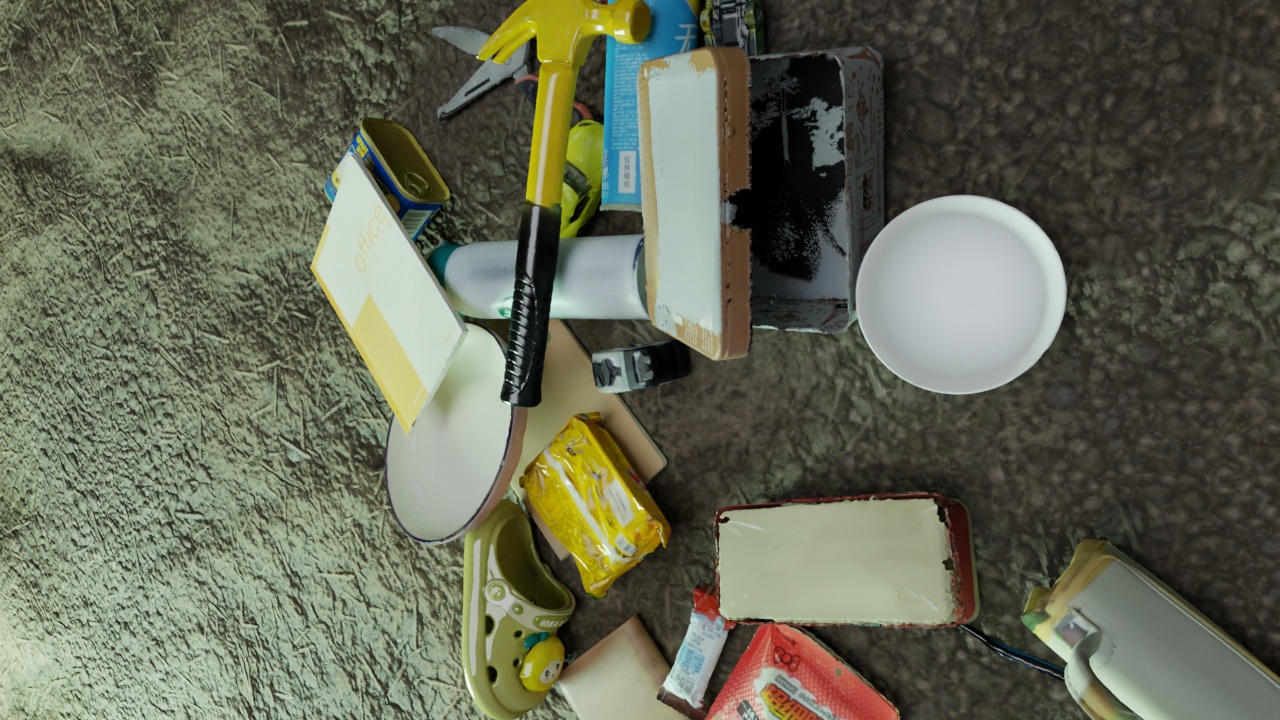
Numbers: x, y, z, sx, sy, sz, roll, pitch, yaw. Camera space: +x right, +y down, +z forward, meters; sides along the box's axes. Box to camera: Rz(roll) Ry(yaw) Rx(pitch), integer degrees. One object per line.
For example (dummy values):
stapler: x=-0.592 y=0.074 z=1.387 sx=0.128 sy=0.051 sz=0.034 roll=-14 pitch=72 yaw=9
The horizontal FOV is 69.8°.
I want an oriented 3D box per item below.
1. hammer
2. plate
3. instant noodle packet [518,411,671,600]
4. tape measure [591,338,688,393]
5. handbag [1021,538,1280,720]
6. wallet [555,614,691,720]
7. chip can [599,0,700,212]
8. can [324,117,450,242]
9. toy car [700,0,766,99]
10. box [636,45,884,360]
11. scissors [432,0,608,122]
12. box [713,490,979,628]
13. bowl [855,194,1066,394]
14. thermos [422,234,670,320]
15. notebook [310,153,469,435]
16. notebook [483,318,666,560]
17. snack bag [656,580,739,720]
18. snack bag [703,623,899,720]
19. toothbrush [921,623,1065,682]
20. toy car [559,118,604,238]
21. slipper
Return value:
hammer: x=-0.072 y=-0.113 z=0.670 sx=0.129 sy=0.032 sz=0.301 roll=15 pitch=104 yaw=29
plate: x=-0.154 y=0.063 z=0.791 sx=0.193 sy=0.039 sz=0.192 roll=-18 pitch=64 yaw=42
instant noodle packet: x=-0.036 y=0.117 z=0.744 sx=0.111 sy=0.044 sz=0.128 roll=-48 pitch=67 yaw=34
tape measure: x=-0.004 y=0.004 z=0.708 sx=0.066 sy=0.065 sz=0.033 roll=-8 pitch=93 yaw=31
handbag: x=0.284 y=0.174 z=0.482 sx=0.163 sy=0.178 sz=0.063 roll=42 pitch=110 yaw=23
wallet: x=-0.013 y=0.284 z=0.777 sx=0.116 sy=0.020 sz=0.101 roll=-43 pitch=74 yaw=31
chip can: x=0.009 y=-0.214 z=0.671 sx=0.071 sy=0.071 sz=0.210 roll=8 pitch=101 yaw=31
can: x=-0.234 y=-0.155 z=0.839 sx=0.083 sy=0.057 sz=0.102 roll=-44 pitch=72 yaw=31
toy car: x=0.070 y=-0.218 z=0.650 sx=0.043 sy=0.036 sz=0.091 roll=5 pitch=107 yaw=29
box: x=0.058 y=-0.104 z=0.578 sx=0.150 sy=0.165 sz=0.182 roll=5 pitch=110 yaw=30
scissors: x=-0.091 y=-0.254 z=0.760 sx=0.225 sy=0.015 sz=0.189 roll=38 pitch=114 yaw=22
box: x=0.132 y=0.138 z=0.620 sx=0.169 sy=0.078 sz=0.091 roll=-10 pitch=74 yaw=33
bowl: x=0.199 y=-0.042 z=0.571 sx=0.118 sy=0.064 sz=0.118 roll=3 pitch=98 yaw=24
thermos: x=-0.085 y=-0.063 z=0.741 sx=0.225 sy=0.073 sz=0.073 roll=2 pitch=97 yaw=29
notebook: x=-0.224 y=-0.057 z=0.799 sx=0.206 sy=0.010 sz=0.146 roll=55 pitch=132 yaw=21
notebook: x=-0.083 y=0.050 z=0.798 sx=0.148 sy=0.008 sz=0.207 roll=-46 pitch=72 yaw=28
snack bag: x=0.047 y=0.230 z=0.723 sx=0.048 sy=0.026 sz=0.104 roll=20 pitch=97 yaw=30
snack bag: x=0.095 y=0.301 z=0.688 sx=0.128 sy=0.073 sz=0.208 roll=40 pitch=110 yaw=37
toothbrush: x=0.257 y=0.199 z=0.599 sx=0.190 sy=0.014 sz=0.016 roll=20 pitch=107 yaw=28
toy car: x=-0.053 y=-0.142 z=0.731 sx=0.048 sy=0.032 sz=0.105 roll=39 pitch=123 yaw=12
slipper: x=-0.102 y=0.214 z=0.785 sx=0.082 sy=0.091 sz=0.190 roll=-5 pitch=90 yaw=30
